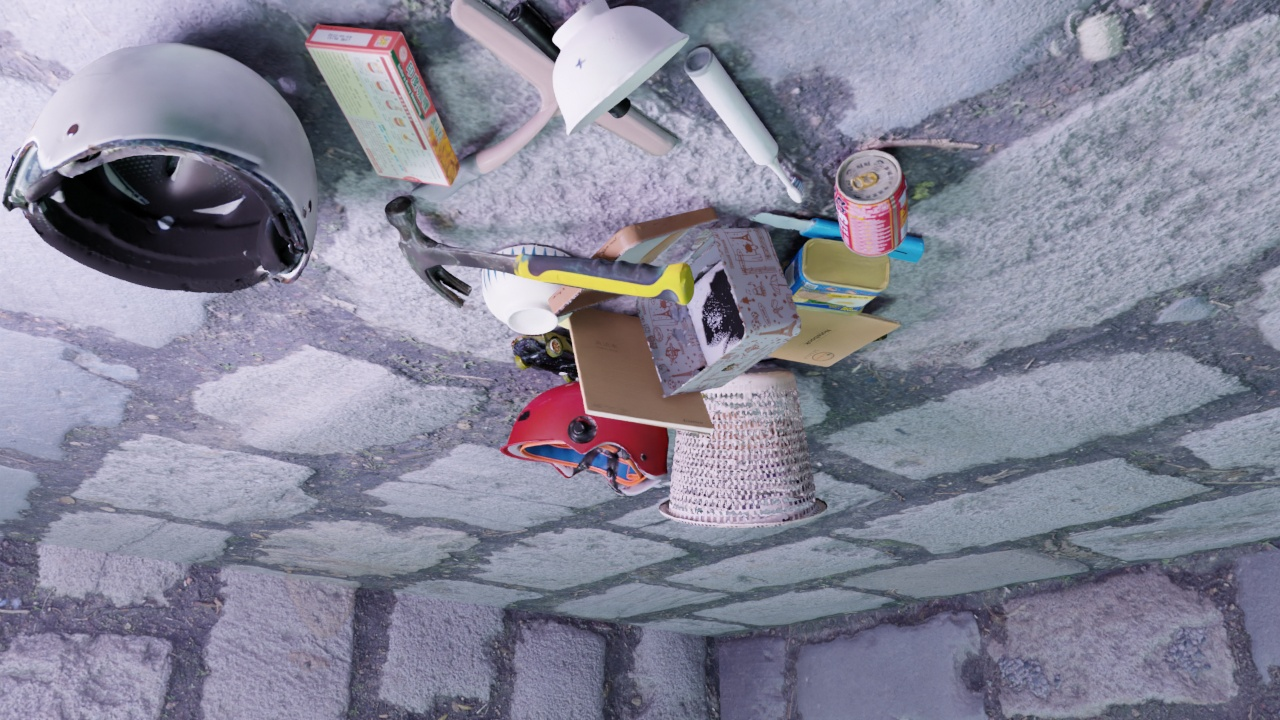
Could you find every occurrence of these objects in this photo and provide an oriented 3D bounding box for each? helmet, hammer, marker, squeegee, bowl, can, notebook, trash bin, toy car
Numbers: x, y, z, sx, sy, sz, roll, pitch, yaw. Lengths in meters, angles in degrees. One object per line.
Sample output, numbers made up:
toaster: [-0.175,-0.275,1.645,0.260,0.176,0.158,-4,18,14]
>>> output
helmet: [-0.380,-0.166,0.762,0.229,0.156,0.275,15,161,-30]
hammer: [-0.100,-0.091,0.913,0.324,0.031,0.126,10,141,22]
helmet: [-0.070,0.097,1.327,0.240,0.143,0.207,14,161,-4]
marker: [-0.055,-0.243,0.746,0.022,0.020,0.132,-43,135,14]
squeegee: [-0.137,-0.191,0.840,0.250,0.040,0.247,-22,148,40]
bowl: [-0.028,-0.234,0.700,0.065,0.118,0.119,52,137,-8]
can: [0.223,-0.151,0.884,0.066,0.066,0.094,-7,154,15]
notebook: [-0.006,0.006,1.076,0.149,0.211,0.012,10,124,-19]
trash bin: [0.135,0.109,1.241,0.227,0.192,0.227,-2,-177,0]
bowl: [-0.124,-0.072,1.046,0.116,0.066,0.117,-2,151,-1]
notebook: [0.190,-0.035,1.124,0.207,0.008,0.148,10,155,-25]
can: [0.211,-0.091,1.000,0.102,0.057,0.083,7,165,-6]
toy car: [-0.103,-0.004,1.225,0.070,0.042,0.158,-19,153,34]

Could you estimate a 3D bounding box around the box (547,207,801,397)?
box: [0.029,-0.058,0.969,0.193,0.156,0.184,-9,161,-33]

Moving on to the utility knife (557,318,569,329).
utility knife: [-0.103,-0.052,1.152,0.206,0.021,0.031,27,145,-31]

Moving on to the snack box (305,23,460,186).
snack box: [-0.213,-0.211,0.775,0.077,0.027,0.156,11,152,14]

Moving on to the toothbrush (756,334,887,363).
toothbrush: [0.216,-0.020,1.207,0.213,0.027,0.026,-10,-169,21]

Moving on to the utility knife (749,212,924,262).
utility knife: [0.212,-0.134,0.977,0.204,0.018,0.034,9,154,-15]

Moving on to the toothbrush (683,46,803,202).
toothbrush: [0.102,-0.202,0.825,0.027,0.026,0.221,15,167,38]

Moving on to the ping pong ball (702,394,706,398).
ping pong ball: [0.076,0.043,1.323,0.040,0.040,0.040,0,155,0]
